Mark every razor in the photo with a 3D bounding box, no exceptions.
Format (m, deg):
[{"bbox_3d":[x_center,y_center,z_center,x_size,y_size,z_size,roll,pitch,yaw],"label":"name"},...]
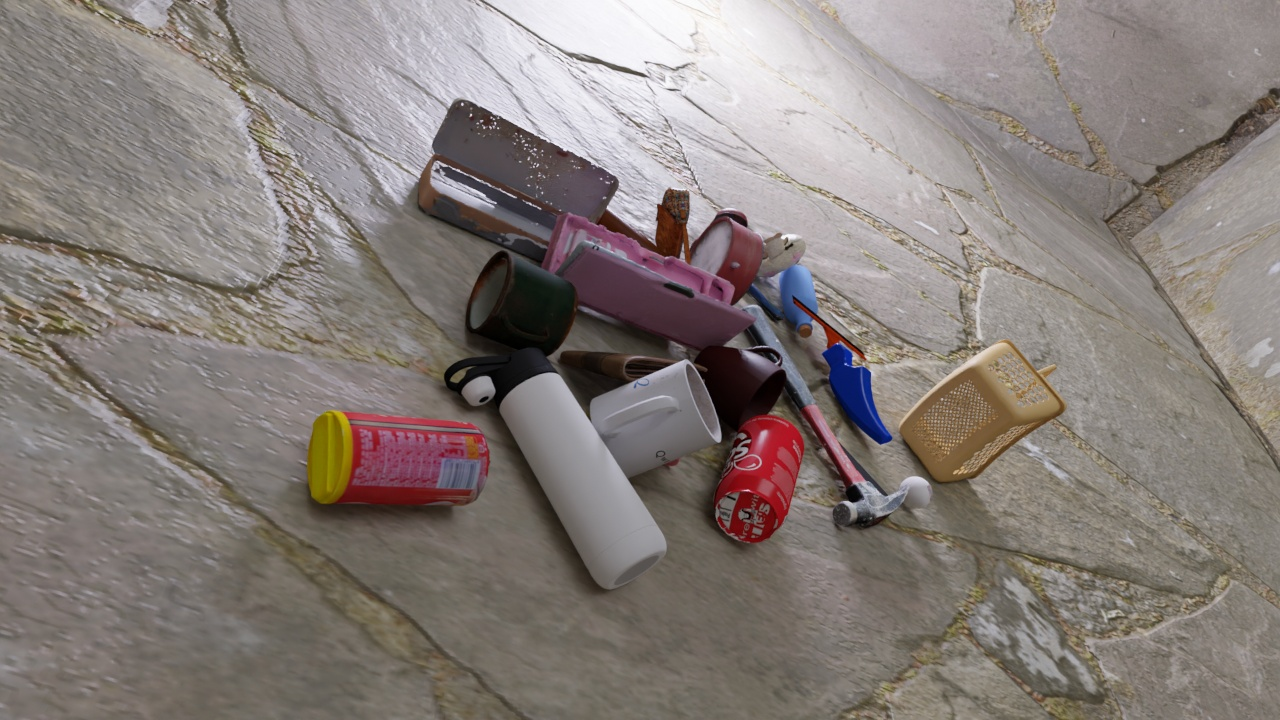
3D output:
[{"bbox_3d":[0.149,-0.107,1.280,0.141,0.018,0.043,50,34,6],"label":"razor"}]

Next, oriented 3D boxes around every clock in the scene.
[{"bbox_3d":[0.109,-0.135,1.185,0.062,0.110,0.156,24,38,-23],"label":"clock"}]

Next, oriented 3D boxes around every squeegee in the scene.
[{"bbox_3d":[0.283,0.032,1.225,0.249,0.055,0.184,27,32,-51],"label":"squeegee"}]

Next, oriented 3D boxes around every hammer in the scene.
[{"bbox_3d":[0.216,0.060,1.145,0.140,0.036,0.326,2,50,-42],"label":"hammer"}]

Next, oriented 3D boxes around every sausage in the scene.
[{"bbox_3d":[-0.029,-0.156,1.127,0.155,0.040,0.040,40,33,6],"label":"sausage"}]

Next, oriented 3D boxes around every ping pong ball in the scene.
[{"bbox_3d":[0.344,0.165,1.148,0.040,0.040,0.040,27,36,-22],"label":"ping pong ball"}]

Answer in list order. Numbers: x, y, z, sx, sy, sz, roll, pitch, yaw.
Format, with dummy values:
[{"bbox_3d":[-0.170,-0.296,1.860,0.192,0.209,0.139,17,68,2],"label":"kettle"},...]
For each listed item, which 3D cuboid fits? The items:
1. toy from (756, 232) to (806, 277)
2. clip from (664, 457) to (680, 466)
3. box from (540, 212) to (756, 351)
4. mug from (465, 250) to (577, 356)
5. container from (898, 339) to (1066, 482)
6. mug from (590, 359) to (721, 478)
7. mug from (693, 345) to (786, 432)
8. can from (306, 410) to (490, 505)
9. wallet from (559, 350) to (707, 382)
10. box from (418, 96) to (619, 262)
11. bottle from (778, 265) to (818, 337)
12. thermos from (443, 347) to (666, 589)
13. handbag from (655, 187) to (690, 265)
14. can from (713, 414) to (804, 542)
[{"bbox_3d":[0.196,-0.151,1.313,0.050,0.087,0.112,60,6,0],"label":"toy"},{"bbox_3d":[0.016,0.082,0.931,0.060,0.023,0.043,21,40,-19],"label":"clip"},{"bbox_3d":[0.016,-0.082,1.011,0.232,0.107,0.099,22,79,-26],"label":"box"},{"bbox_3d":[-0.110,-0.045,0.880,0.081,0.085,0.111,23,22,-29],"label":"mug"},{"bbox_3d":[0.469,0.069,1.257,0.166,0.184,0.129,-13,61,-42],"label":"container"},{"bbox_3d":[0.009,0.053,0.843,0.083,0.096,0.119,70,14,13],"label":"mug"},{"bbox_3d":[0.113,0.015,1.042,0.088,0.087,0.113,37,57,25],"label":"mug"},{"bbox_3d":[-0.182,0.076,0.692,0.124,0.067,0.066,9,46,-40],"label":"can"},{"bbox_3d":[-0.006,0.005,0.939,0.121,0.099,0.027,4,94,-43],"label":"wallet"},{"bbox_3d":[-0.128,-0.190,1.023,0.217,0.096,0.114,21,43,-28],"label":"box"},{"bbox_3d":[0.226,-0.080,1.298,0.048,0.048,0.131,27,36,-21],"label":"bottle"},{"bbox_3d":[-0.075,0.089,0.793,0.101,0.069,0.230,-16,62,-37],"label":"thermos"},{"bbox_3d":[0.045,-0.122,1.152,0.043,0.094,0.195,-2,61,-7],"label":"handbag"},{"bbox_3d":[0.123,0.118,0.946,0.074,0.075,0.142,39,33,-5],"label":"can"}]
